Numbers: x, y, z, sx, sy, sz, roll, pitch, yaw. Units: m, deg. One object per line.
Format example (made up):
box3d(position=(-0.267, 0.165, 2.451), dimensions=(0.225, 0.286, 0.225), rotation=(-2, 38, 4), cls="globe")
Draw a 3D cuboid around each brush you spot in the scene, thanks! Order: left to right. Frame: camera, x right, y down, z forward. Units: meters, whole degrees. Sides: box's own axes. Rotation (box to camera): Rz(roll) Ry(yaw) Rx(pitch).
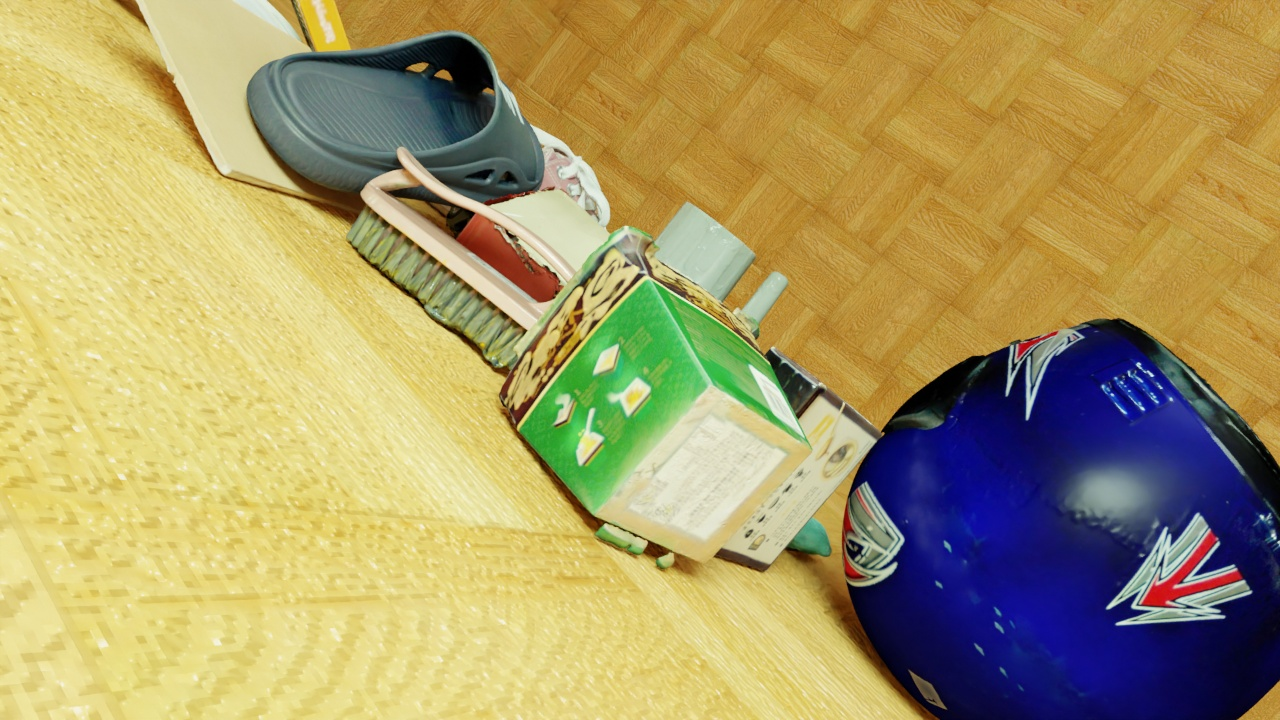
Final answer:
box3d(position=(-0.103, -0.060, 0.539), dimensions=(0.145, 0.073, 0.063), rotation=(38, 7, 4), cls="brush")

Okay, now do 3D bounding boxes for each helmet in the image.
box3d(position=(0.254, 0.113, 0.589), dimensions=(0.247, 0.241, 0.315), rotation=(58, 17, 3), cls="helmet")

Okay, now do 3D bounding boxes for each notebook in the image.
box3d(position=(-0.228, -0.163, 0.568), dimensions=(0.148, 0.008, 0.207), rotation=(63, 8, 3), cls="notebook")

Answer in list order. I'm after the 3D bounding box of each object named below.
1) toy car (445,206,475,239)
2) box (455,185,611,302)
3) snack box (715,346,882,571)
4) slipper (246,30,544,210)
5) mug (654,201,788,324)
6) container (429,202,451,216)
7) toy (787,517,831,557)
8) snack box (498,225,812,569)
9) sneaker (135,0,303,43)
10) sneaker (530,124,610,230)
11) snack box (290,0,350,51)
box3d(position=(-0.127, -0.097, 0.789), dimensions=(0.070, 0.042, 0.158), rotation=(36, 6, -31), cls="toy car")
box3d(position=(-0.065, -0.073, 0.647), dimensions=(0.091, 0.080, 0.168), rotation=(43, 19, -1), cls="box")
box3d(position=(0.071, 0.059, 0.521), dimensions=(0.053, 0.113, 0.125), rotation=(44, 7, 37), cls="snack box")
box3d(position=(-0.130, -0.163, 0.613), dimensions=(0.110, 0.083, 0.267), rotation=(58, 27, 7), cls="slipper")
box3d(position=(0.053, -0.061, 0.788), dimensions=(0.124, 0.103, 0.083), rotation=(40, 6, 25), cls="mug")
box3d(position=(-0.180, -0.192, 0.950), dimensions=(0.090, 0.090, 0.111), rotation=(39, 9, -3), cls="container")
box3d(position=(0.117, 0.128, 0.709), dimensions=(0.096, 0.030, 0.092), rotation=(35, -2, 32), cls="toy")
box3d(position=(0.014, 0.025, 0.442), dimensions=(0.118, 0.118, 0.105), rotation=(31, 15, -39), cls="snack box")
box3d(position=(-0.344, -0.293, 0.664), dimensions=(0.242, 0.090, 0.090), rotation=(42, 21, -10), cls="sneaker")
box3d(position=(-0.075, -0.139, 0.794), dimensions=(0.241, 0.088, 0.118), rotation=(34, 9, -35), cls="sneaker")
box3d(position=(-0.235, -0.219, 0.719), dimensions=(0.075, 0.026, 0.154), rotation=(47, -26, 52), cls="snack box")
